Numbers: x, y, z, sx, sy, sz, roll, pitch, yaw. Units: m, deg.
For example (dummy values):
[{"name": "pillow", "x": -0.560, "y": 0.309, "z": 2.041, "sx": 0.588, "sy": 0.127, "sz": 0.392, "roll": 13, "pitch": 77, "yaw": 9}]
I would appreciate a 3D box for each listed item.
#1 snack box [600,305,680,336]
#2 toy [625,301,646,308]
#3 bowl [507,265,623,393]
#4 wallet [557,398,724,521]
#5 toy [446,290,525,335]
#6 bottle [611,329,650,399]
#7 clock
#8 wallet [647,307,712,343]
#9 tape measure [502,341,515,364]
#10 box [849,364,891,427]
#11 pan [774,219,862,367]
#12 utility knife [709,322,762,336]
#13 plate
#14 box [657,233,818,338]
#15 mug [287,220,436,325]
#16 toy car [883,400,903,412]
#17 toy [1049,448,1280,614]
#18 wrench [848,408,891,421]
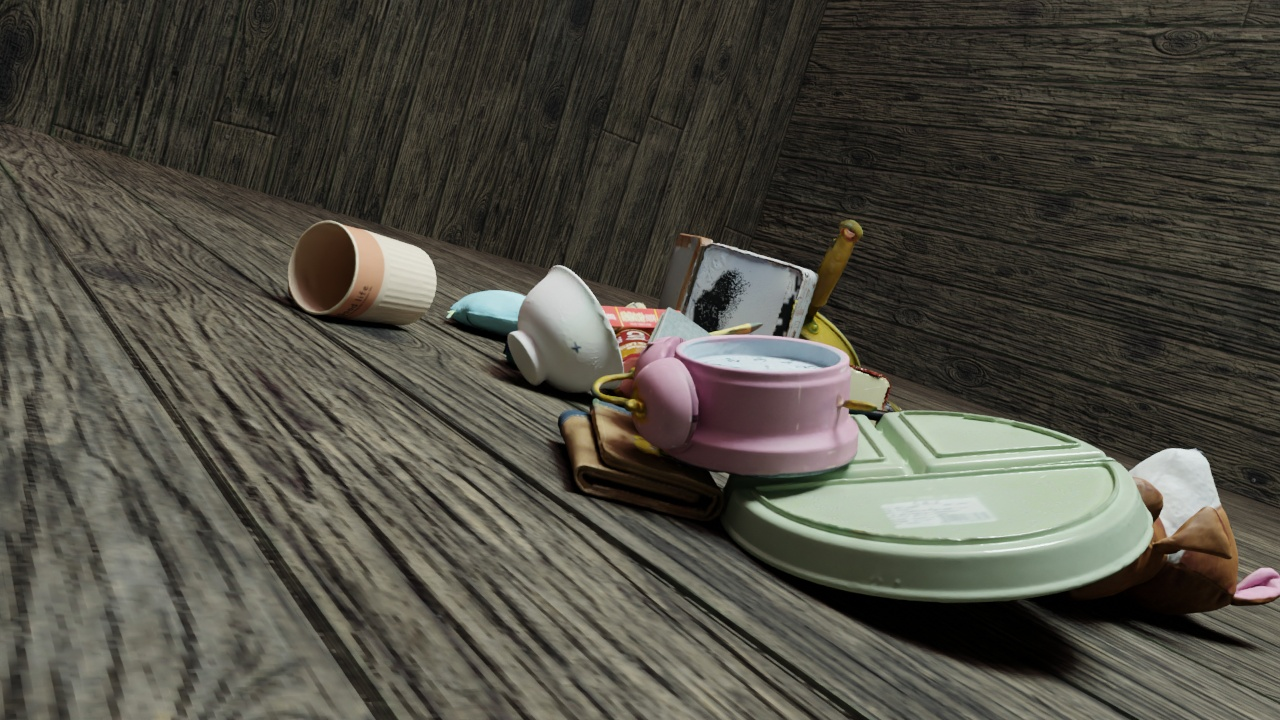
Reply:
[{"name": "snack box", "x": -0.026, "y": -0.029, "z": 1.005, "sx": 0.152, "sy": 0.025, "sz": 0.075, "roll": 0, "pitch": -26, "yaw": -47}, {"name": "toy", "x": -0.034, "y": -0.032, "z": 1.108, "sx": 0.105, "sy": 0.066, "sz": 0.156, "roll": 17, "pitch": 20, "yaw": 27}, {"name": "bowl", "x": -0.073, "y": -0.014, "z": 0.783, "sx": 0.064, "sy": 0.118, "sz": 0.118, "roll": -29, "pitch": 27, "yaw": -21}, {"name": "wallet", "x": -0.003, "y": 0.059, "z": 0.554, "sx": 0.090, "sy": 0.033, "sz": 0.115, "roll": 17, "pitch": 10, "yaw": -11}, {"name": "toy", "x": -0.137, "y": -0.051, "z": 1.022, "sx": 0.156, "sy": 0.050, "sz": 0.162, "roll": 2, "pitch": 5, "yaw": -44}, {"name": "bottle", "x": -0.005, "y": 0.005, "z": 0.885, "sx": 0.057, "sy": 0.057, "sz": 0.175, "roll": 16, "pitch": 6, "yaw": -5}, {"name": "clock", "x": 0.050, "y": 0.021, "z": 0.537, "sx": 0.158, "sy": 0.060, "sz": 0.117, "roll": 1, "pitch": 14, "yaw": 3}, {"name": "wallet", "x": 0.061, "y": 0.015, "z": 0.820, "sx": 0.129, "sy": 0.037, "sz": 0.106, "roll": 38, "pitch": 26, "yaw": -7}, {"name": "tape measure", "x": -0.099, "y": -0.003, "z": 0.858, "sx": 0.058, "sy": 0.025, "sz": 0.054, "roll": 17, "pitch": 7, "yaw": 36}, {"name": "box", "x": 0.182, "y": 0.031, "z": 1.007, "sx": 0.168, "sy": 0.091, "sz": 0.076, "roll": 17, "pitch": 3, "yaw": 3}, {"name": "pan", "x": 0.221, "y": -0.060, "z": 1.202, "sx": 0.198, "sy": 0.078, "sz": 0.358, "roll": 34, "pitch": -21, "yaw": 13}, {"name": "utility knife", "x": 0.038, "y": -0.016, "z": 1.031, "sx": 0.204, "sy": 0.021, "sz": 0.031, "roll": -17, "pitch": -14, "yaw": -8}, {"name": "plate", "x": 0.158, "y": 0.070, "z": 0.518, "sx": 0.230, "sy": 0.027, "sz": 0.230, "roll": -5, "pitch": 14, "yaw": 1}, {"name": "box", "x": 0.088, "y": -0.058, "z": 1.146, "sx": 0.134, "sy": 0.179, "sz": 0.271, "roll": 9, "pitch": 11, "yaw": -40}, {"name": "mug", "x": -0.263, "y": -0.073, "z": 0.842, "sx": 0.115, "sy": 0.081, "sz": 0.105, "roll": -13, "pitch": -10, "yaw": 27}, {"name": "toy car", "x": 0.327, "y": 0.072, "z": 1.278, "sx": 0.070, "sy": 0.042, "sz": 0.158, "roll": 17, "pitch": 4, "yaw": -5}, {"name": "toy", "x": 0.331, "y": 0.111, "z": 0.619, "sx": 0.199, "sy": 0.130, "sz": 0.140, "roll": 25, "pitch": 7, "yaw": -25}, {"name": "wrench", "x": 0.258, "y": 0.058, "z": 0.942, "sx": 0.273, "sy": 0.016, "sz": 0.056, "roll": 9, "pitch": -1, "yaw": 6}]
